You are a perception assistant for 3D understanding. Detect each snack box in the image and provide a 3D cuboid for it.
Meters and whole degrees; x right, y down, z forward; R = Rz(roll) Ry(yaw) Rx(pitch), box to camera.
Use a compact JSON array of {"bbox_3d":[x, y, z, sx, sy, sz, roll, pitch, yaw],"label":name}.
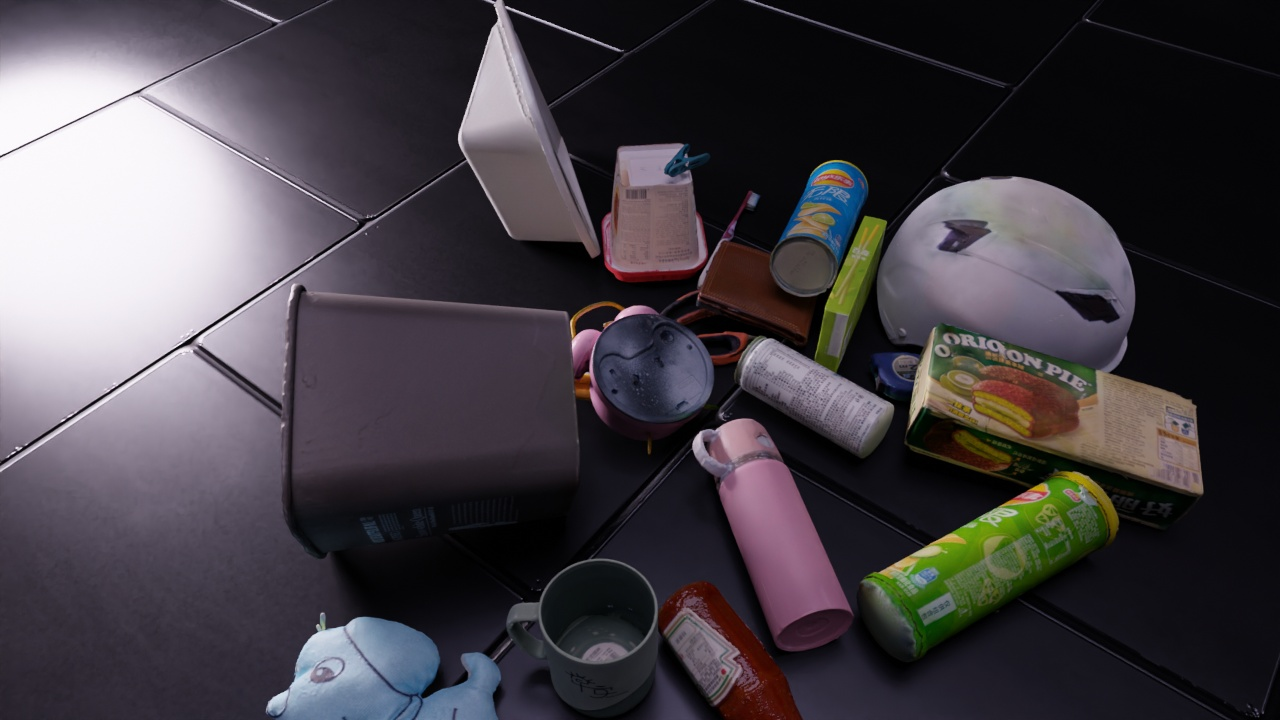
[{"bbox_3d":[0.218,-0.070,0.948,0.026,0.086,0.156,18,51,17],"label":"snack box"},{"bbox_3d":[0.368,0.056,0.826,0.240,0.063,0.114,17,49,8],"label":"snack box"}]

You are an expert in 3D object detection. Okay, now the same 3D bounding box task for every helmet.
[{"bbox_3d":[0.380,-0.098,0.930,0.259,0.146,0.228,22,52,20],"label":"helmet"}]

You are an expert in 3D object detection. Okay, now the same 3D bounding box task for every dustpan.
[{"bbox_3d":[-0.095,-0.241,1.031,0.143,0.223,0.257,3,57,20],"label":"dustpan"}]

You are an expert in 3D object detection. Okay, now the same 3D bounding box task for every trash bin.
[{"bbox_3d":[-0.169,0.053,0.764,0.219,0.199,0.198,-1,69,-10],"label":"trash bin"}]

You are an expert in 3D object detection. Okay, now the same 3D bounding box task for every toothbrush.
[{"bbox_3d":[0.104,-0.141,1.065,0.017,0.016,0.187,23,51,8],"label":"toothbrush"}]

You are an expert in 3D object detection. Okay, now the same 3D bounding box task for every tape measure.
[{"bbox_3d":[0.259,0.016,0.908,0.058,0.025,0.054,-2,49,-6],"label":"tape measure"}]

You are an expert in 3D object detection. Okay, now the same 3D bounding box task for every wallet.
[{"bbox_3d":[0.127,-0.073,0.977,0.124,0.032,0.101,20,47,4],"label":"wallet"}]

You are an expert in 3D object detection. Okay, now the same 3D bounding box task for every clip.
[{"bbox_3d":[0.045,-0.207,0.958,0.034,0.013,0.054,35,54,29],"label":"clip"}]

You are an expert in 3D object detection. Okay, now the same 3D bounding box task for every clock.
[{"bbox_3d":[-0.005,0.005,0.876,0.117,0.060,0.158,-30,73,-28],"label":"clock"}]

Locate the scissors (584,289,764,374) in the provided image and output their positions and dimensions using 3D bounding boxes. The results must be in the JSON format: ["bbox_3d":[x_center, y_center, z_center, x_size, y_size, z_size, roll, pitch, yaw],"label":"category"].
[{"bbox_3d":[0.024,-0.016,0.950,0.213,0.015,0.196,15,50,14],"label":"scissors"}]

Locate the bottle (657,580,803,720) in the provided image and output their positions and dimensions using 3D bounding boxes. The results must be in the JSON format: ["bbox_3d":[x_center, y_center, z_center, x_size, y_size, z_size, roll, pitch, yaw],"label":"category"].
[{"bbox_3d":[0.089,0.254,0.671,0.059,0.060,0.206,-27,55,-22],"label":"bottle"}]

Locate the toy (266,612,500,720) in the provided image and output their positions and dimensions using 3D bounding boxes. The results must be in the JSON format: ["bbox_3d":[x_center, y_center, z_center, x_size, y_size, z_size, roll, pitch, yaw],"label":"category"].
[{"bbox_3d":[-0.191,0.248,0.688,0.161,0.050,0.156,-24,56,-22],"label":"toy"}]

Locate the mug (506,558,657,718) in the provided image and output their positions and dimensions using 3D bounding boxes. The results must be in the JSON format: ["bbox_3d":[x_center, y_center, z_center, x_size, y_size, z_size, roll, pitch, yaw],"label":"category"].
[{"bbox_3d":[-0.043,0.208,0.681,0.112,0.106,0.082,5,48,5],"label":"mug"}]

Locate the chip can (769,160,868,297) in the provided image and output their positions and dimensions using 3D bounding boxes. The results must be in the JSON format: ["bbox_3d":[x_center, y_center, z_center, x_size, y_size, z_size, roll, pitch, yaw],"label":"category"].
[{"bbox_3d":[0.197,-0.148,1.000,0.071,0.071,0.209,15,36,14],"label":"chip can"}]

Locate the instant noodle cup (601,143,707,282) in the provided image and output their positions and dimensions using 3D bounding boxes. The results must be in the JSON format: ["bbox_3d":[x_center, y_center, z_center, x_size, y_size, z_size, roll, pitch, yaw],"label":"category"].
[{"bbox_3d":[0.015,-0.165,1.014,0.116,0.124,0.116,-3,47,-3],"label":"instant noodle cup"}]

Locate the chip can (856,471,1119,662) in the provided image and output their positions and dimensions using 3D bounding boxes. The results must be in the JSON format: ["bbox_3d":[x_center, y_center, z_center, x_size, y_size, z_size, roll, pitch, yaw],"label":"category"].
[{"bbox_3d":[0.278,0.164,0.740,0.221,0.073,0.072,-22,51,-19],"label":"chip can"}]

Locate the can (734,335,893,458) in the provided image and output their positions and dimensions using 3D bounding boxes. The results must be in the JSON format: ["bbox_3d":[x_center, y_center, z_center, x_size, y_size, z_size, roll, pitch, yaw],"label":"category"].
[{"bbox_3d":[0.164,0.033,0.872,0.147,0.058,0.058,31,55,27],"label":"can"}]

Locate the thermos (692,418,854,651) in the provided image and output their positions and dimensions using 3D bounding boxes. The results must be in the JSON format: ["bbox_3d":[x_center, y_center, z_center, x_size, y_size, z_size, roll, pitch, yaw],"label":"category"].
[{"bbox_3d":[0.102,0.136,0.765,0.087,0.067,0.198,16,39,-35],"label":"thermos"}]

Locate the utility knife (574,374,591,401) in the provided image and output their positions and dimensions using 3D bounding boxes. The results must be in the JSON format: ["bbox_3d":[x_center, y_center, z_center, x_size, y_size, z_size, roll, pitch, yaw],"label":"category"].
[{"bbox_3d":[-0.092,0.024,0.887,0.218,0.015,0.033,4,58,-10],"label":"utility knife"}]
